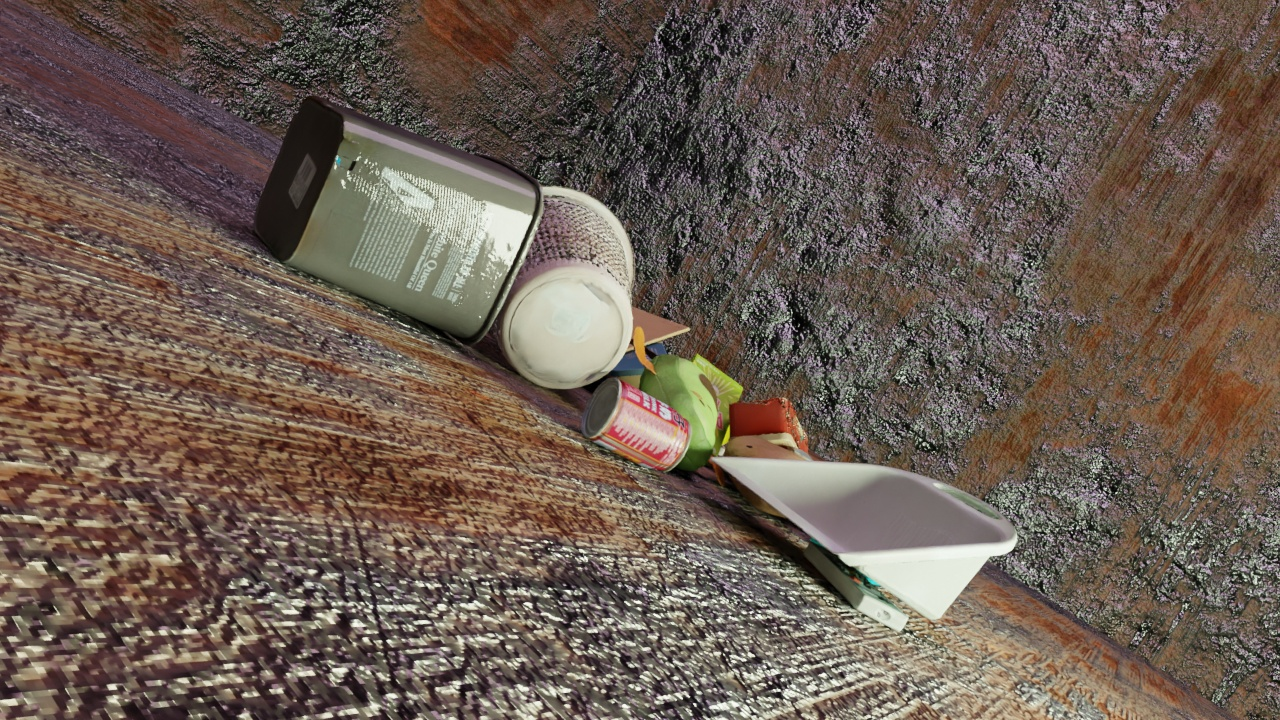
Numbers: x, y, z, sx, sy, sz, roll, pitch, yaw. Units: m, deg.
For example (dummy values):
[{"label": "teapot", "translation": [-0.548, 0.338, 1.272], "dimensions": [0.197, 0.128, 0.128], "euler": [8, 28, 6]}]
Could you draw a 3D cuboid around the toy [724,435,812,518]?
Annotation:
[{"label": "toy", "translation": [0.156, 0.140, 1.105], "dimensions": [0.143, 0.082, 0.225], "euler": [31, 4, 37]}]

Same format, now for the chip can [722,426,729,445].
[{"label": "chip can", "translation": [0.067, 0.062, 1.535], "dimensions": [0.210, 0.071, 0.071], "euler": [33, 4, 36]}]

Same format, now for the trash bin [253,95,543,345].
[{"label": "trash bin", "translation": [-0.255, -0.152, 0.957], "dimensions": [0.219, 0.199, 0.199], "euler": [19, 11, -42]}]

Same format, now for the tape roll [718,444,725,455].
[{"label": "tape roll", "translation": [0.092, 0.119, 1.414], "dimensions": [0.086, 0.014, 0.086], "euler": [30, 3, -2]}]

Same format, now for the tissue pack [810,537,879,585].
[{"label": "tissue pack", "translation": [0.265, 0.223, 1.088], "dimensions": [0.093, 0.050, 0.133], "euler": [35, 6, 36]}]

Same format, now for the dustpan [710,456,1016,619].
[{"label": "dustpan", "translation": [0.245, 0.144, 0.929], "dimensions": [0.257, 0.142, 0.223], "euler": [38, -2, -32]}]

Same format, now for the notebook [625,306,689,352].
[{"label": "notebook", "translation": [-0.055, -0.039, 1.320], "dimensions": [0.210, 0.012, 0.150], "euler": [-19, 29, -38]}]

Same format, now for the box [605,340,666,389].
[{"label": "box", "translation": [-0.008, 0.008, 1.294], "dimensions": [0.089, 0.061, 0.184], "euler": [-5, 20, -7]}]

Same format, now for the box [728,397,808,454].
[{"label": "box", "translation": [0.180, 0.105, 1.259], "dimensions": [0.091, 0.080, 0.168], "euler": [-6, -27, 18]}]

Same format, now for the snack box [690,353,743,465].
[{"label": "snack box", "translation": [0.084, 0.064, 1.248], "dimensions": [0.086, 0.026, 0.156], "euler": [37, 39, -7]}]

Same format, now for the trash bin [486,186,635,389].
[{"label": "trash bin", "translation": [-0.099, -0.073, 1.091], "dimensions": [0.227, 0.228, 0.192], "euler": [29, 16, -24]}]

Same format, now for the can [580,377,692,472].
[{"label": "can", "translation": [-0.003, 0.066, 0.909], "dimensions": [0.093, 0.066, 0.066], "euler": [29, 4, -24]}]

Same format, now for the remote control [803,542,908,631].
[{"label": "remote control", "translation": [0.209, 0.220, 0.905], "dimensions": [0.056, 0.019, 0.135], "euler": [30, 4, -15]}]

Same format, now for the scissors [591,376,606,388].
[{"label": "scissors", "translation": [-0.080, 0.011, 1.365], "dimensions": [0.146, 0.014, 0.172], "euler": [31, 9, -24]}]

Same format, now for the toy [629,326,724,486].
[{"label": "toy", "translation": [0.045, 0.056, 1.084], "dimensions": [0.227, 0.090, 0.246], "euler": [55, 10, -17]}]
